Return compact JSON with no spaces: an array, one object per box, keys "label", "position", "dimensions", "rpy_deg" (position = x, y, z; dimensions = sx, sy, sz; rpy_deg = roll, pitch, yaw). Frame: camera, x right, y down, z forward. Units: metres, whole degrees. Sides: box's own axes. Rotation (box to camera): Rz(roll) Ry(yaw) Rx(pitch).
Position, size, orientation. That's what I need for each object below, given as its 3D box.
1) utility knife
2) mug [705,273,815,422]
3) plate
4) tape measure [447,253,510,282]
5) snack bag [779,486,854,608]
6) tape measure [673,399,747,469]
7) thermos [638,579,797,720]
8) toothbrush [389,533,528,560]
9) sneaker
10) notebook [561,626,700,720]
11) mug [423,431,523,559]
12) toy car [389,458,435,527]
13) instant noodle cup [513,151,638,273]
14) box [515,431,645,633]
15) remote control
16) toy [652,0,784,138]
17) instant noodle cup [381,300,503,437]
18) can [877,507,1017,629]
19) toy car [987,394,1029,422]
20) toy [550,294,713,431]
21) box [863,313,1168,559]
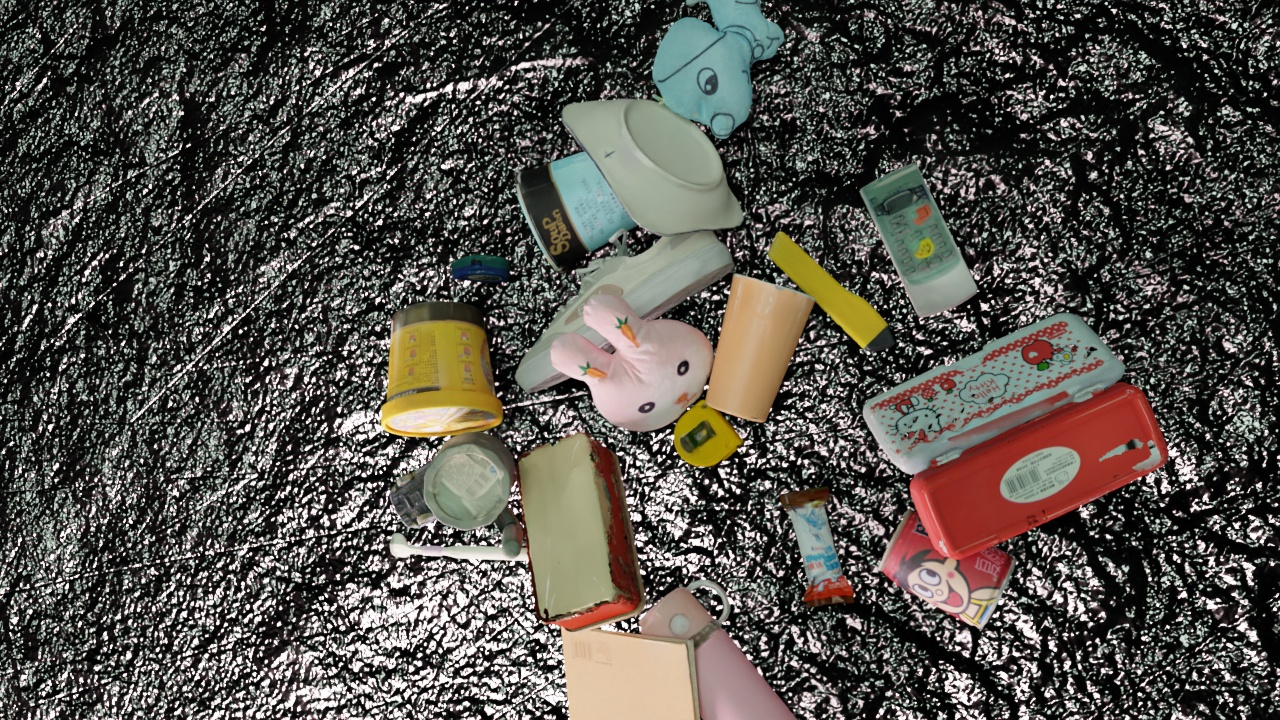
[{"label":"utility knife","position":[0.175,-0.063,0.849],"dimensions":[0.033,0.015,0.154],"rpy_deg":[-43,71,3]},{"label":"mug","position":[0.104,-0.010,0.839],"dimensions":[0.078,0.078,0.123],"rpy_deg":[19,95,20]},{"label":"plate","position":[0.022,-0.188,0.843],"dimensions":[0.164,0.163,0.034],"rpy_deg":[57,131,16]},{"label":"tape measure","position":[-0.163,-0.096,0.951],"dimensions":[0.058,0.054,0.025],"rpy_deg":[-5,83,51]},{"label":"snack bag","position":[0.158,0.167,0.821],"dimensions":[0.048,0.026,0.104],"rpy_deg":[-11,80,6]},{"label":"tape measure","position":[0.060,0.072,0.866],"dimensions":[0.057,0.029,0.060],"rpy_deg":[-42,72,11]},{"label":"thermos","position":[0.086,0.289,0.816],"dimensions":[0.087,0.067,0.198],"rpy_deg":[-34,70,-16]},{"label":"toothbrush","position":[-0.171,0.194,0.938],"dimensions":[0.190,0.020,0.029],"rpy_deg":[-1,113,18]},{"label":"sneaker","position":[-0.033,-0.062,0.881],"dimensions":[0.242,0.089,0.090],"rpy_deg":[-34,81,10]},{"label":"notebook","position":[-0.007,0.349,0.826],"dimensions":[0.150,0.012,0.211],"rpy_deg":[-5,90,38]},{"label":"mug","position":[-0.151,0.130,0.876],"dimensions":[0.083,0.103,0.124],"rpy_deg":[-35,94,-6]},{"label":"toy car","position":[-0.201,0.125,0.949],"dimensions":[0.120,0.037,0.054],"rpy_deg":[-34,76,3]},{"label":"instant noodle cup","position":[-0.046,-0.158,0.897],"dimensions":[0.120,0.111,0.111],"rpy_deg":[-22,76,6]},{"label":"box","position":[-0.059,0.155,0.848],"dimensions":[0.091,0.077,0.168],"rpy_deg":[-22,59,16]},{"label":"remote control","position":[0.250,-0.107,0.825],"dimensions":[0.056,0.019,0.135],"rpy_deg":[-24,76,15]},{"label":"toy","position":[0.070,-0.290,0.877],"dimensions":[0.156,0.050,0.161],"rpy_deg":[-25,79,-13]},{"label":"instant noodle cup","position":[-0.202,0.009,0.924],"dimensions":[0.119,0.118,0.114],"rpy_deg":[-13,72,17]},{"label":"can","position":[0.254,0.171,0.765],"dimensions":[0.094,0.066,0.066],"rpy_deg":[27,93,20]},{"label":"toy car","position":[0.295,0.075,0.781],"dimensions":[0.048,0.032,0.105],"rpy_deg":[39,85,14]},{"label":"toy","position":[-0.005,0.005,0.837],"dimensions":[0.121,0.159,0.054],"rpy_deg":[-49,36,16]},{"label":"box","position":[0.301,0.056,0.741],"dimensions":[0.201,0.065,0.159],"rpy_deg":[-24,72,-1]}]
